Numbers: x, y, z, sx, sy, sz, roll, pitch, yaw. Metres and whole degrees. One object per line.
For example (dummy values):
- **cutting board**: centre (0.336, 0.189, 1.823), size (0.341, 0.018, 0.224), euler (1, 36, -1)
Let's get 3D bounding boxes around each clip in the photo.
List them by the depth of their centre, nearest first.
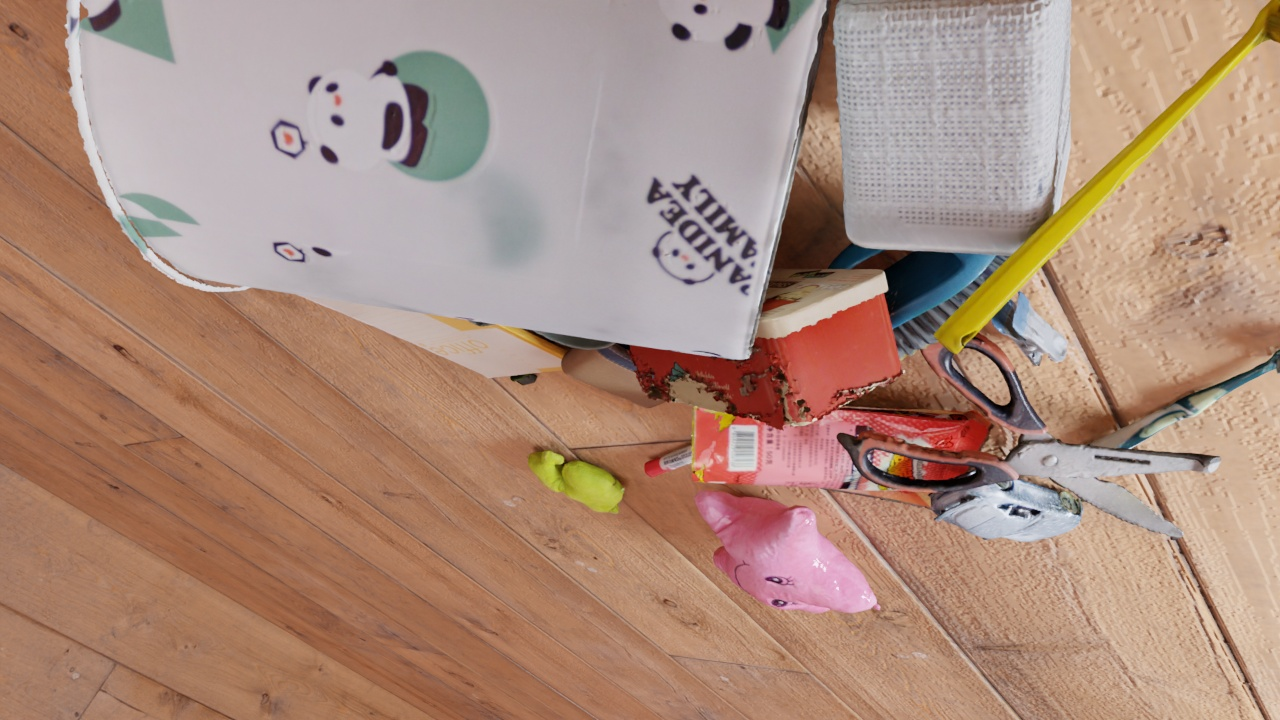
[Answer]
- **clip**: centre (0.227, -0.016, 0.534), size (0.058, 0.025, 0.036), euler (38, 153, -30)

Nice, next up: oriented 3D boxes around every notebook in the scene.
- **notebook**: centre (-0.162, -0.029, 0.724), size (0.206, 0.010, 0.146), euler (27, 159, -38)

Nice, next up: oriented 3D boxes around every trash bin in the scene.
- **trash bin**: centre (-0.055, -0.117, 0.402), size (0.252, 0.229, 0.230), euler (12, 147, 8)

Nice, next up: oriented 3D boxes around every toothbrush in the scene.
- **toothbrush**: centre (0.192, -0.072, 0.363), size (0.015, 0.190, 0.016), euler (30, -162, -44)
- **toothbrush**: centre (0.323, 0.033, 0.547), size (0.016, 0.018, 0.192), euler (28, 148, -3)
- **toothbrush**: centre (-0.048, 0.001, 0.758), size (0.186, 0.012, 0.017), euler (-13, 139, 45)

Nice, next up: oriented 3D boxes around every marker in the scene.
- **marker**: centre (0.048, 0.081, 0.808), size (0.017, 0.017, 0.146), euler (36, 147, -18)

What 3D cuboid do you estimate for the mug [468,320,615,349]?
- **mug**: centre (-0.045, -0.071, 0.561), size (0.124, 0.103, 0.083), euler (-4, 139, 39)

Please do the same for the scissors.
- **scissors**: centre (0.237, 0.054, 0.585), size (0.189, 0.015, 0.226), euler (-34, 100, 31)

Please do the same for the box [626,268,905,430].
- **box**: centre (0.064, -0.005, 0.536), size (0.168, 0.091, 0.078), euler (9, 119, 60)

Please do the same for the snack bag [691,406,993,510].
- **snack bag**: centre (0.141, 0.065, 0.680), size (0.208, 0.073, 0.129), euler (5, 145, 9)

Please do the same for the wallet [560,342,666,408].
- **wallet**: centre (-0.004, 0.004, 0.672), size (0.090, 0.033, 0.115), euler (22, 161, -14)

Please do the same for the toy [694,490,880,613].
- **toy**: centre (0.135, 0.180, 0.837), size (0.179, 0.074, 0.195), euler (20, 150, 24)

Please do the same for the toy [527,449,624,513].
- **toy**: centre (-0.064, 0.123, 0.933), size (0.100, 0.031, 0.097), euler (5, 142, 29)

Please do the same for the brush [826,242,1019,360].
- **brush**: centre (0.145, -0.041, 0.523), size (0.073, 0.055, 0.144), euler (36, 147, -12)

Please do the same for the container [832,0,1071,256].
- **container**: centre (0.133, -0.118, 0.387), size (0.090, 0.090, 0.114), euler (7, 142, 26)

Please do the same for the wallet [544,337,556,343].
- **wallet**: centre (-0.037, -0.046, 0.663), size (0.125, 0.032, 0.101), euler (4, 146, 31)

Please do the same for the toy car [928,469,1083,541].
- **toy car**: centre (0.264, 0.109, 0.660), size (0.120, 0.036, 0.054), euler (16, 142, -24)
